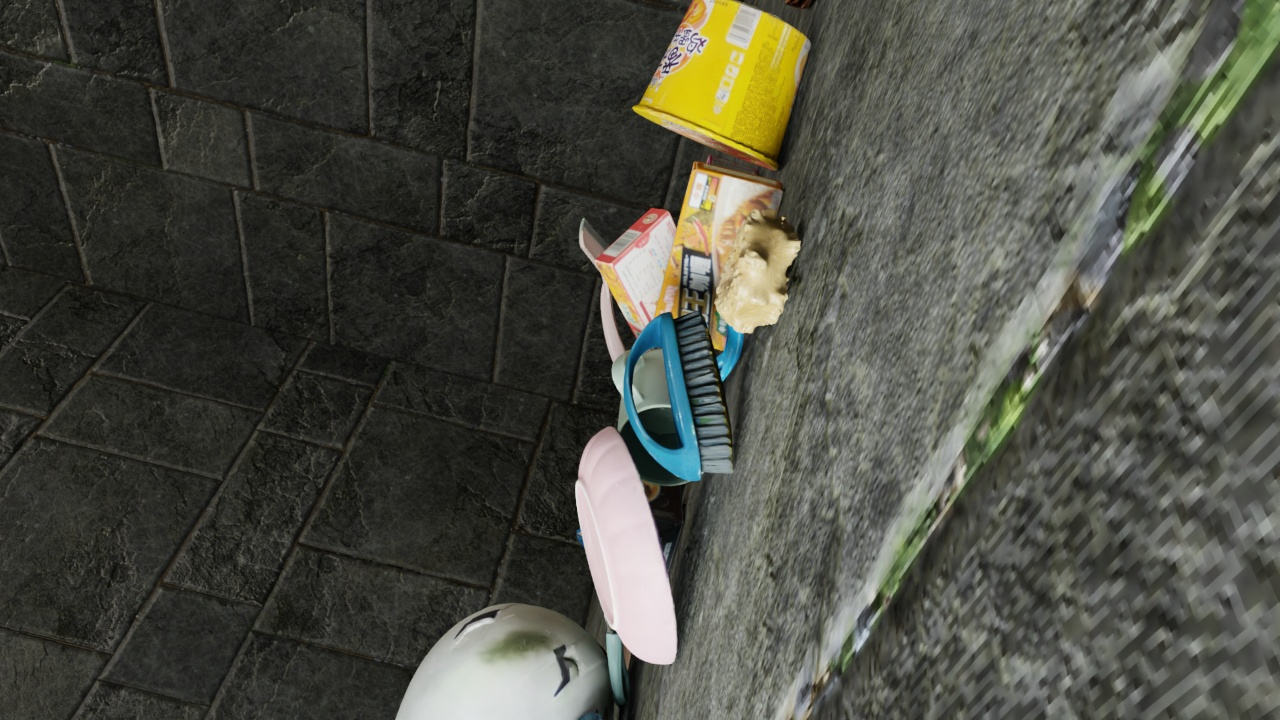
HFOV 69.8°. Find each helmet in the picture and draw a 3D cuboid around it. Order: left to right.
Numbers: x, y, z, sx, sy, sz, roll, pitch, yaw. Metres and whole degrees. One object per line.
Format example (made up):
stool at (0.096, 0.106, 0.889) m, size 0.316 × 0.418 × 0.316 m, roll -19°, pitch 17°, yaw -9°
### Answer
helmet at (-0.125, 0.339, 0.964) m, size 0.273 × 0.230 × 0.157 m, roll -12°, pitch -58°, yaw -71°

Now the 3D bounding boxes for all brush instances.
brush at (0.024, 0.024, 0.670) m, size 0.055 × 0.073 × 0.143 m, roll 85°, pitch 178°, yaw -52°
brush at (0.074, -0.031, 0.687) m, size 0.255 × 0.046 × 0.083 m, roll 96°, pitch -177°, yaw -70°

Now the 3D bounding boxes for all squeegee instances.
squeegee at (-0.005, 0.005, 0.915) m, size 0.247 × 0.040 × 0.249 m, roll 36°, pitch -146°, yaw -78°

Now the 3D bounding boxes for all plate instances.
plate at (-0.019, 0.150, 0.733) m, size 0.192 × 0.039 × 0.192 m, roll 167°, pitch 91°, yaw -78°

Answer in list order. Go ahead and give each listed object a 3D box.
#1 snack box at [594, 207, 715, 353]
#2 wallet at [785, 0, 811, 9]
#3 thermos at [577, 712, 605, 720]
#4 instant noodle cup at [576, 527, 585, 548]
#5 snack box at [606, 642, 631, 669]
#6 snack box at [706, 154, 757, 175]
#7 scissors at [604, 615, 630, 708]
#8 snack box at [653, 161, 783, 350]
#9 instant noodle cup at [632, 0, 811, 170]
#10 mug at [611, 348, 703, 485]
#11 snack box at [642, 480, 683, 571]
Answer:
snack box at (0.023, -0.054, 0.839) m, size 0.077 × 0.027 × 0.156 m, roll -45°, pitch -50°, yaw -20°
wallet at (0.161, -0.390, 0.819) m, size 0.107 × 0.031 × 0.132 m, roll -74°, pitch -3°, yaw -76°
thermos at (-0.044, 0.372, 0.763) m, size 0.220 × 0.070 × 0.070 m, roll -89°, pitch 13°, yaw -84°
instant noodle cup at (-0.022, 0.207, 1.255) m, size 0.099 × 0.099 × 0.109 m, roll 105°, pitch -174°, yaw -50°
snack box at (-0.020, 0.324, 1.136) m, size 0.085 × 0.026 × 0.157 m, roll 105°, pitch 178°, yaw -59°
snack box at (0.086, -0.152, 0.907) m, size 0.207 × 0.058 × 0.057 m, roll -79°, pitch 6°, yaw -66°
scissors at (-0.024, 0.289, 0.958) m, size 0.170 × 0.019 × 0.181 m, roll 48°, pitch -141°, yaw -86°
snack box at (0.062, -0.085, 0.771) m, size 0.026 × 0.075 × 0.154 m, roll -79°, pitch 3°, yaw -60°
instant noodle cup at (0.076, -0.242, 0.793) m, size 0.138 × 0.138 × 0.110 m, roll -82°, pitch 14°, yaw -79°
mug at (0.014, 0.035, 0.796) m, size 0.082 × 0.112 × 0.106 m, roll -32°, pitch 25°, yaw 21°
snack box at (0.013, 0.173, 0.943) m, size 0.125 × 0.053 × 0.113 m, roll -91°, pitch 14°, yaw -66°
